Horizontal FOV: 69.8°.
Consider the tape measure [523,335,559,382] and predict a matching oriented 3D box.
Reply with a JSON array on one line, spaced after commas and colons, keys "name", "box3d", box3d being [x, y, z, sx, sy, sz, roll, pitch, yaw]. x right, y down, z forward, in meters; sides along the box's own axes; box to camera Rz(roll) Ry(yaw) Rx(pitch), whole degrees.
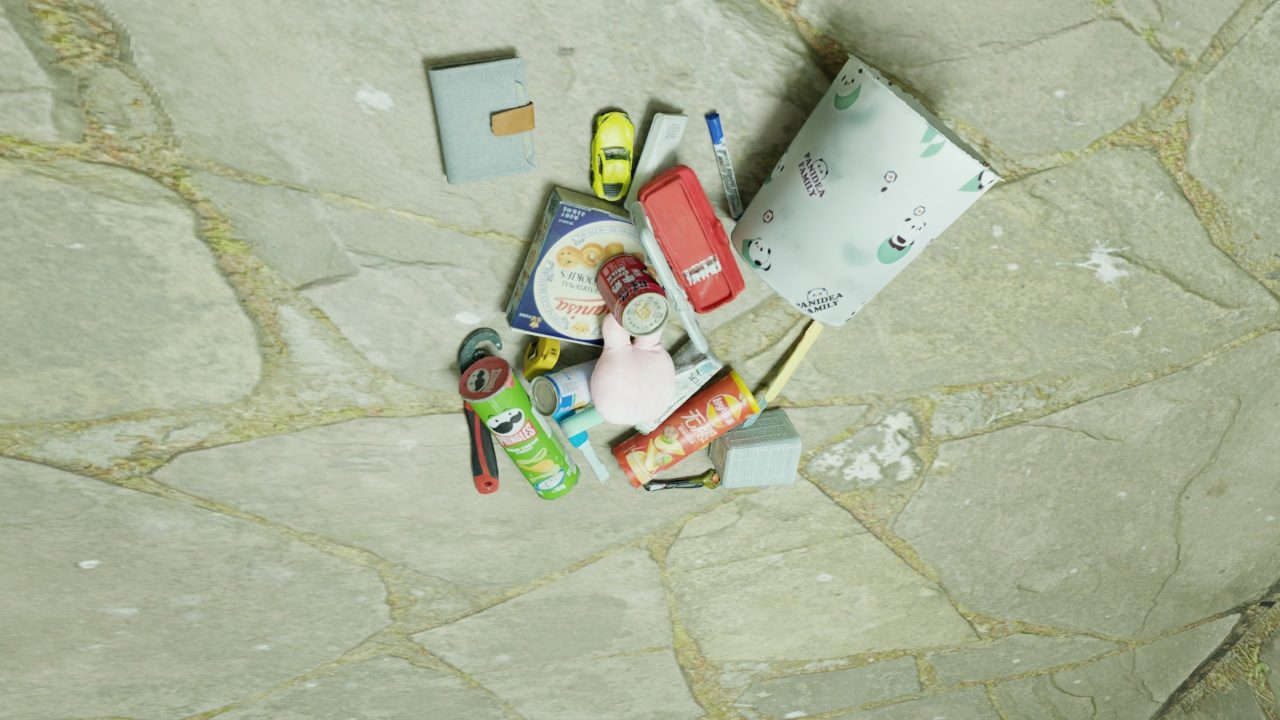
[{"name": "tape measure", "box3d": [-0.129, -0.009, 1.173, 0.029, 0.057, 0.060, 24, 138, -30]}]

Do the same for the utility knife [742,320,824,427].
[{"name": "utility knife", "box3d": [0.211, 0.018, 1.331, 0.031, 0.021, 0.201, 26, 97, -45]}]

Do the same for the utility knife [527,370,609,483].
[{"name": "utility knife", "box3d": [-0.093, 0.099, 1.289, 0.034, 0.018, 0.234, -27, 128, 0]}]

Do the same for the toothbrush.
[{"name": "toothbrush", "box3d": [-0.006, 0.048, 1.236, 0.225, 0.027, 0.026, -26, 162, 9]}]

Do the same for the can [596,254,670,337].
[{"name": "can", "box3d": [-0.008, -0.077, 1.089, 0.066, 0.093, 0.067, -11, 127, -15]}]

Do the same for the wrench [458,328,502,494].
[{"name": "wrench", "box3d": [-0.212, 0.076, 1.230, 0.056, 0.016, 0.274, -6, 125, -16]}]

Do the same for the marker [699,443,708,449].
[{"name": "marker", "box3d": [0.045, 0.145, 1.378, 0.124, 0.015, 0.018, -24, 125, -1]}]

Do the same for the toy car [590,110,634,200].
[{"name": "toy car", "box3d": [-0.031, -0.236, 1.065, 0.048, 0.032, 0.105, -7, 124, -16]}]

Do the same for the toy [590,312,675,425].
[{"name": "toy", "box3d": [-0.007, 0.007, 1.170, 0.121, 0.054, 0.159, -9, 111, -29]}]

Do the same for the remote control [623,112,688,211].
[{"name": "remote control", "box3d": [0.018, -0.232, 1.082, 0.048, 0.024, 0.125, -19, 137, -51]}]

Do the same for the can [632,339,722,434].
[{"name": "can", "box3d": [0.042, 0.035, 1.270, 0.147, 0.058, 0.058, -44, 127, 12]}]

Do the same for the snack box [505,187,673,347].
[{"name": "snack box", "box3d": [-0.054, -0.106, 1.141, 0.177, 0.045, 0.183, 10, 119, -28]}]

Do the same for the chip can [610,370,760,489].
[{"name": "chip can", "box3d": [0.065, 0.100, 1.318, 0.217, 0.073, 0.073, -34, 129, 5]}]

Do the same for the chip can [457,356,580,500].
[{"name": "chip can", "box3d": [-0.155, 0.095, 1.216, 0.072, 0.072, 0.236, -28, 135, 0]}]

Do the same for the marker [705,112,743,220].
[{"name": "marker", "box3d": [0.105, -0.236, 1.128, 0.017, 0.017, 0.146, -24, 129, -4]}]

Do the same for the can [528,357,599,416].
[{"name": "can", "box3d": [-0.077, 0.031, 1.192, 0.134, 0.053, 0.053, -17, 134, -45]}]

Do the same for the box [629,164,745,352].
[{"name": "box", "box3d": [0.062, -0.116, 1.088, 0.110, 0.100, 0.201, -30, 129, 0]}]

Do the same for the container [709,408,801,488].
[{"name": "container", "box3d": [0.168, 0.134, 1.373, 0.111, 0.090, 0.090, -6, 125, -14]}]

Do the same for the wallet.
[{"name": "wallet", "box3d": [-0.166, -0.259, 0.995, 0.106, 0.037, 0.130, -12, 127, -12]}]

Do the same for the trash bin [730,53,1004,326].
[{"name": "trash bin", "box3d": [0.256, -0.192, 1.096, 0.229, 0.229, 0.252, 22, 120, -32]}]

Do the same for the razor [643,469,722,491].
[{"name": "razor", "box3d": [0.073, 0.188, 1.415, 0.142, 0.022, 0.043, -4, 123, -18]}]
